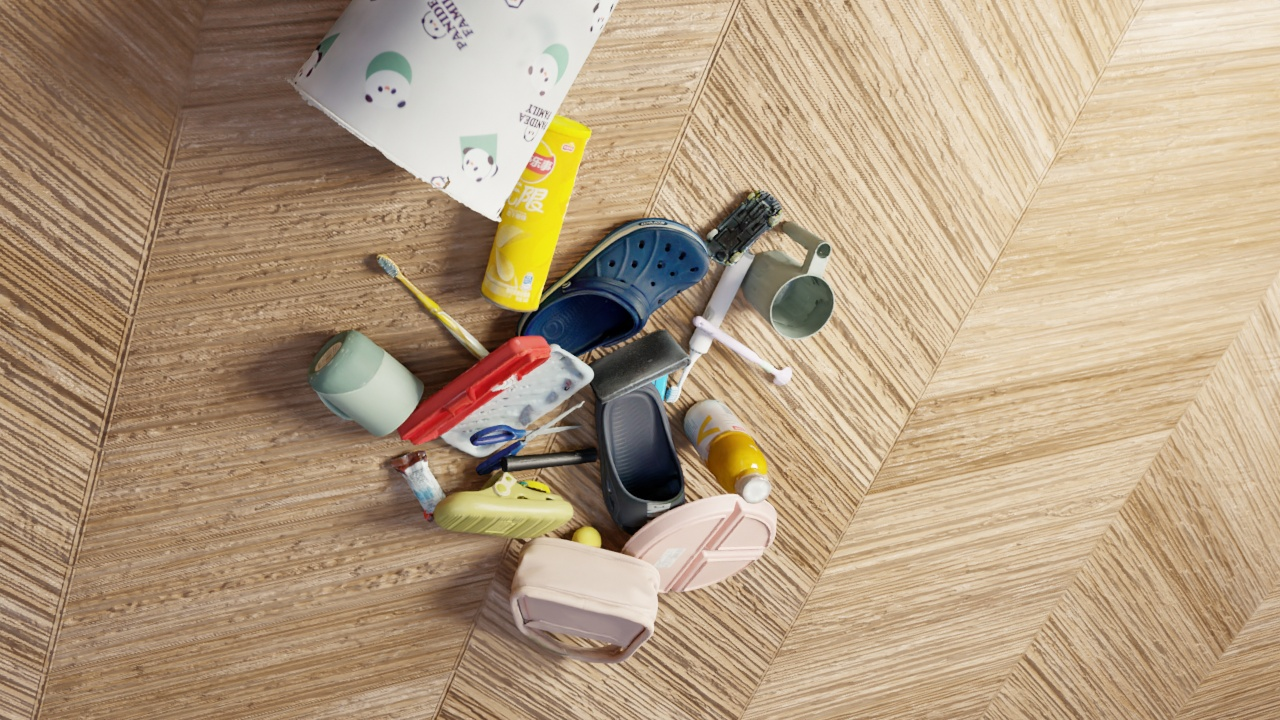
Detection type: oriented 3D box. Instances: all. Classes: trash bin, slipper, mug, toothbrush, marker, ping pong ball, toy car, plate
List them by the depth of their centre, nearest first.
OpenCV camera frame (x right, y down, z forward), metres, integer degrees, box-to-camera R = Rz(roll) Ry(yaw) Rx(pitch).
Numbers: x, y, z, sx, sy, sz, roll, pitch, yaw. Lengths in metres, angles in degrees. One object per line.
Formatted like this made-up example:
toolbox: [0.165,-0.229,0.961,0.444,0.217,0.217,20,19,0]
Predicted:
trash bin: [-0.159,-0.297,0.855,0.229,0.229,0.252,32,98,-28]
mug: [-0.324,0.029,1.046,0.112,0.082,0.106,-26,126,32]
toothbrush: [-0.234,-0.054,1.061,0.016,0.018,0.191,-39,120,6]
slipper: [-0.034,-0.075,1.073,0.253,0.095,0.105,-31,123,4]
toy car: [0.124,-0.158,1.108,0.105,0.031,0.049,-43,75,3]
mug: [0.184,-0.101,1.120,0.083,0.103,0.124,10,111,-21]
slipper: [-0.170,0.174,1.153,0.190,0.081,0.092,11,149,-39]
toothbrush: [0.084,-0.041,1.164,0.026,0.027,0.221,9,114,-42]
marker: [-0.114,0.126,1.169,0.131,0.020,0.022,-2,141,-33]
toothbrush: [0.131,-0.014,1.176,0.189,0.021,0.029,30,104,-38]
slipper: [0.002,0.147,1.185,0.110,0.083,0.268,-15,123,-5]
ping pong ball: [-0.073,0.246,1.248,0.040,0.040,0.040,-7,117,-14]
plate: [0.083,0.259,1.261,0.229,0.028,0.230,-12,142,-10]

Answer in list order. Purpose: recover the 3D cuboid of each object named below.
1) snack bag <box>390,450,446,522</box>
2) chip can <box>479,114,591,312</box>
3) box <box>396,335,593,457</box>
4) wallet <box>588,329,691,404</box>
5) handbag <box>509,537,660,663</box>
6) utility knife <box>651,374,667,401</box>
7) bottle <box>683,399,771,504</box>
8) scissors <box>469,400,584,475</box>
snack bag: [-0.270,0.159,1.151,0.045,0.026,0.105,-20,119,3]
chip can: [-0.119,-0.163,1.013,0.072,0.072,0.214,11,112,-22]
box: [-0.170,0.044,1.077,0.201,0.060,0.160,-34,152,20]
wallet: [-0.007,0.007,1.117,0.121,0.097,0.019,-25,116,-5]
handbag: [-0.083,0.349,1.245,0.193,0.093,0.235,13,135,1]
utility knife: [0.012,0.078,1.205,0.034,0.018,0.192,-2,117,-17]
bottle: [0.111,0.115,1.154,0.068,0.189,0.068,-7,116,-14]
scissors: [-0.146,0.095,1.134,0.176,0.012,0.162,-37,155,21]
